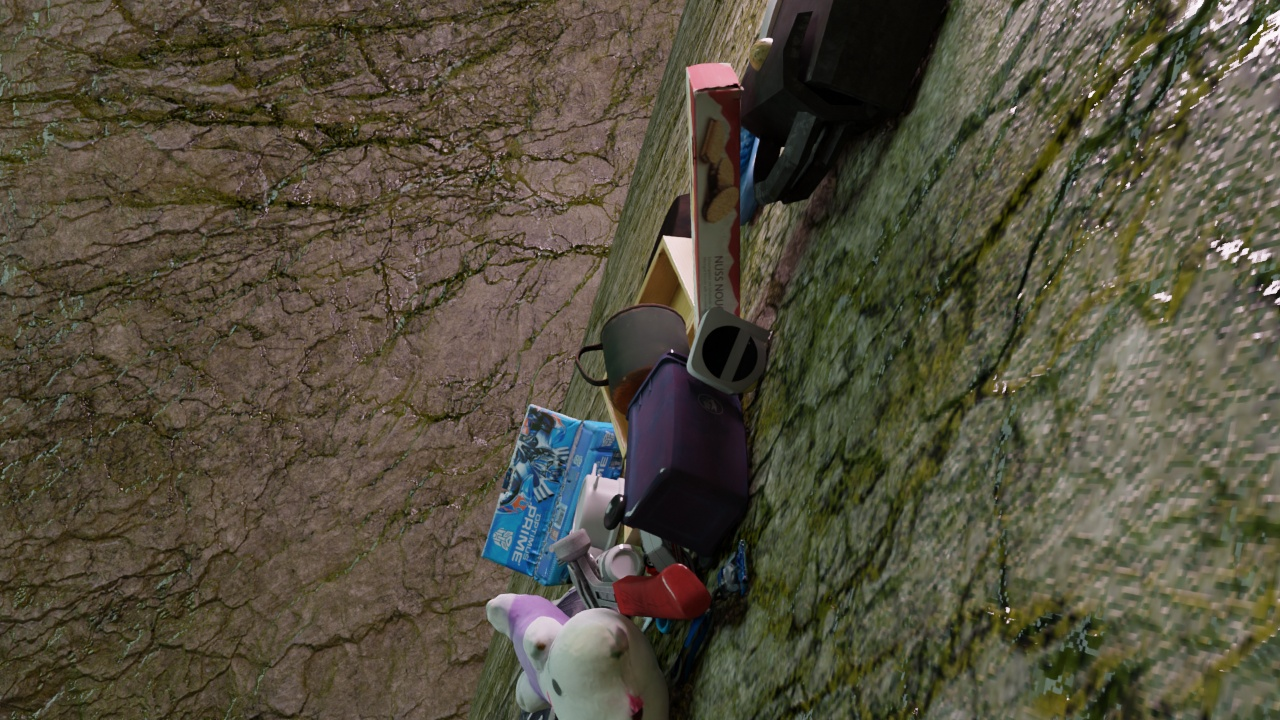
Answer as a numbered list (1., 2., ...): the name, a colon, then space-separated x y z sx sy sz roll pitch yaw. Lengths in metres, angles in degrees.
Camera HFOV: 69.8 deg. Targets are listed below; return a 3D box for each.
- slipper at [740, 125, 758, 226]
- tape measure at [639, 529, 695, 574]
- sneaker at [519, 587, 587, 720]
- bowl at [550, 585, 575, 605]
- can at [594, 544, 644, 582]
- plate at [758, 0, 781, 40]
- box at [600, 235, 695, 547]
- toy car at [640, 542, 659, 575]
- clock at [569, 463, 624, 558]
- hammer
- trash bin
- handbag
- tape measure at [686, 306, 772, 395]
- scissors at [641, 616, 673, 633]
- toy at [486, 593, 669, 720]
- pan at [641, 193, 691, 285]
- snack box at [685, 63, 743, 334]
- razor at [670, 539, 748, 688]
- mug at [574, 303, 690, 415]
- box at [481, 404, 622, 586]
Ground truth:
1. slipper: 0.111 -0.231 1.044 0.213 0.059 0.104 -82 10 -45
2. tape measure: 0.023 0.166 0.778 0.020 0.062 0.060 -35 15 7
3. sneaker: -0.058 0.321 0.901 0.151 0.097 0.251 126 159 -51
4. bowl: -0.084 0.327 1.137 0.174 0.068 0.174 -163 91 -80
5. can: -0.028 0.234 1.032 0.107 0.044 0.044 128 159 -68
6. plate: 0.141 -0.312 0.853 0.172 0.019 0.173 -51 -25 -35
7. box: 0.024 0.034 1.021 0.256 0.076 0.248 -93 20 -46
8. toy car: 0.023 0.166 0.899 0.038 0.025 0.089 -106 35 -76
9. clock: -0.060 0.227 1.243 0.120 0.061 0.159 -140 63 -82
10. hammer: -0.005 0.199 0.771 0.126 0.036 0.316 62 160 4
11. trash bin: 0.035 0.077 0.767 0.092 0.093 0.160 -57 16 31
12. handbag: 0.130 -0.213 0.700 0.197 0.102 0.199 -138 66 -82
13. tape measure: 0.076 -0.007 0.776 0.017 0.064 0.065 137 156 -75
14. scissors: 0.017 0.228 0.863 0.134 0.016 0.073 111 168 -62
15. toy: -0.048 0.260 0.758 0.210 0.085 0.137 -4 105 58
16. pan: 0.065 -0.201 1.345 0.248 0.043 0.357 -88 17 -63
17. snack box: 0.062 -0.108 0.790 0.076 0.044 0.273 -93 0 -57
18. razor: 0.048 0.196 0.683 0.043 0.018 0.141 -87 16 -59
19. mug: -0.006 0.005 0.872 0.085 0.111 0.081 88 174 -51
20. box: -0.113 0.199 1.313 0.075 0.166 0.243 -149 76 -69
